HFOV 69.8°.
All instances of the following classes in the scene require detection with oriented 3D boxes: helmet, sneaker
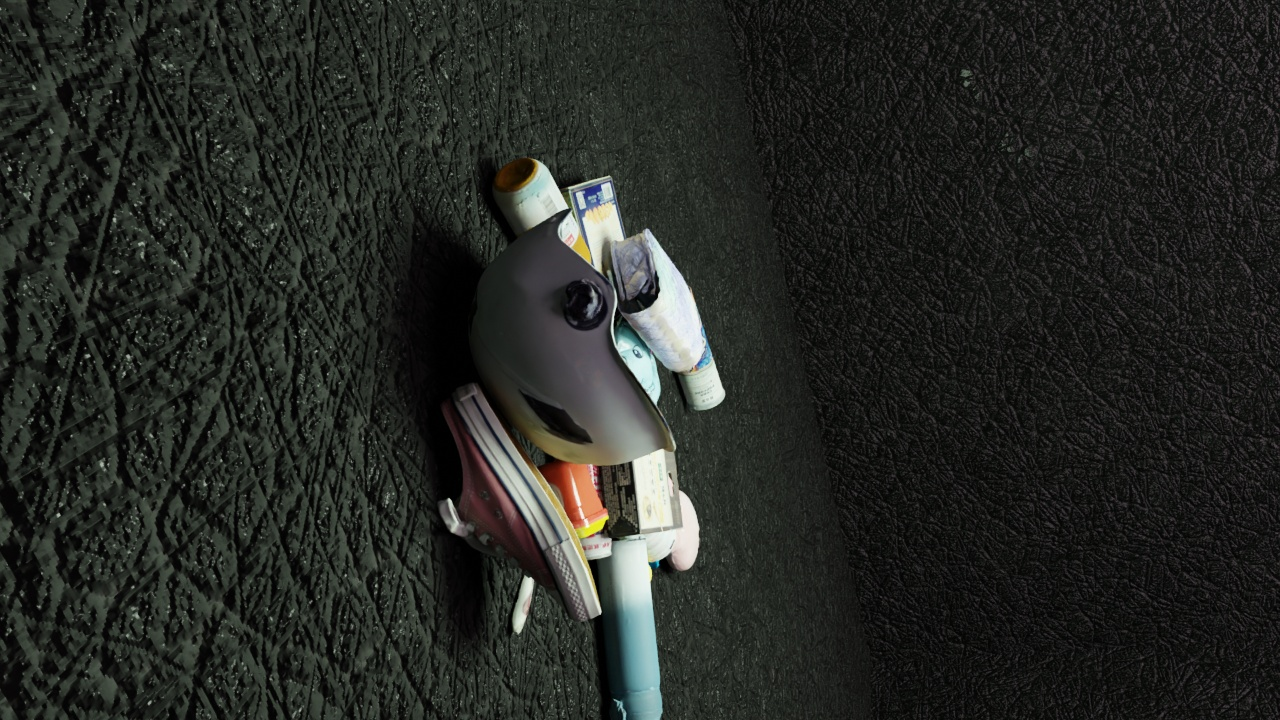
[{"bbox_3d":[-0.081,-0.001,0.883,0.229,0.146,0.258,73,-9,-66],"label":"helmet"},{"bbox_3d":[-0.122,0.140,0.829,0.241,0.088,0.118,59,-4,-2],"label":"sneaker"}]

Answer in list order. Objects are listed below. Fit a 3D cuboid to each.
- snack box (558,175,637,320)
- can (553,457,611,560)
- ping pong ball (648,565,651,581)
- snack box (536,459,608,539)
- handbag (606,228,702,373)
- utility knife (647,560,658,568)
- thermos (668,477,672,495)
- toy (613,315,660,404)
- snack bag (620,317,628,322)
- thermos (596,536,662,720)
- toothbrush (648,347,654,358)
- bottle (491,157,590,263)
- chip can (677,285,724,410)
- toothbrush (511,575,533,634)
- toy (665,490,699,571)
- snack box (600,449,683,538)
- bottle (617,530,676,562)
[{"bbox_3d":[-0.061,-0.147,1.232,0.177,0.046,0.182,-46,125,-68],"label":"snack box"},{"bbox_3d":[-0.066,0.158,1.042,0.053,0.053,0.132,9,72,-71],"label":"can"},{"bbox_3d":[-0.006,0.277,1.187,0.040,0.040,0.040,-9,90,-72],"label":"ping pong ball"},{"bbox_3d":[-0.089,0.143,0.927,0.082,0.091,0.080,0,74,-72],"label":"snack box"},{"bbox_3d":[0.021,-0.078,1.241,0.194,0.076,0.134,48,26,-56],"label":"handbag"},{"bbox_3d":[0.014,0.196,1.328,0.034,0.018,0.204,72,15,-63],"label":"utility knife"},{"bbox_3d":[-0.015,0.115,1.194,0.199,0.067,0.087,61,40,-45],"label":"thermos"},{"bbox_3d":[-0.008,0.007,1.264,0.161,0.050,0.156,-58,133,-66],"label":"toy"},{"bbox_3d":[-0.003,-0.015,1.357,0.048,0.026,0.104,31,-30,51],"label":"snack bag"},{"bbox_3d":[-0.014,0.324,1.098,0.070,0.070,0.220,26,56,-68],"label":"thermos"},{"bbox_3d":[0.016,0.014,1.439,0.018,0.014,0.188,75,15,-49],"label":"toothbrush"},{"bbox_3d":[-0.105,-0.144,1.058,0.190,0.068,0.067,62,25,-45],"label":"bottle"},{"bbox_3d":[0.083,-0.021,1.573,0.071,0.071,0.215,-71,146,-56],"label":"chip can"},{"bbox_3d":[-0.105,0.204,0.954,0.187,0.017,0.016,-78,152,-51],"label":"toothbrush"},{"bbox_3d":[0.053,0.246,1.356,0.159,0.054,0.121,57,28,-65],"label":"toy"},{"bbox_3d":[0.001,0.146,1.073,0.125,0.053,0.113,22,59,-69],"label":"snack box"},{"bbox_3d":[-0.019,0.185,1.156,0.197,0.068,0.068,56,29,-45],"label":"bottle"}]
